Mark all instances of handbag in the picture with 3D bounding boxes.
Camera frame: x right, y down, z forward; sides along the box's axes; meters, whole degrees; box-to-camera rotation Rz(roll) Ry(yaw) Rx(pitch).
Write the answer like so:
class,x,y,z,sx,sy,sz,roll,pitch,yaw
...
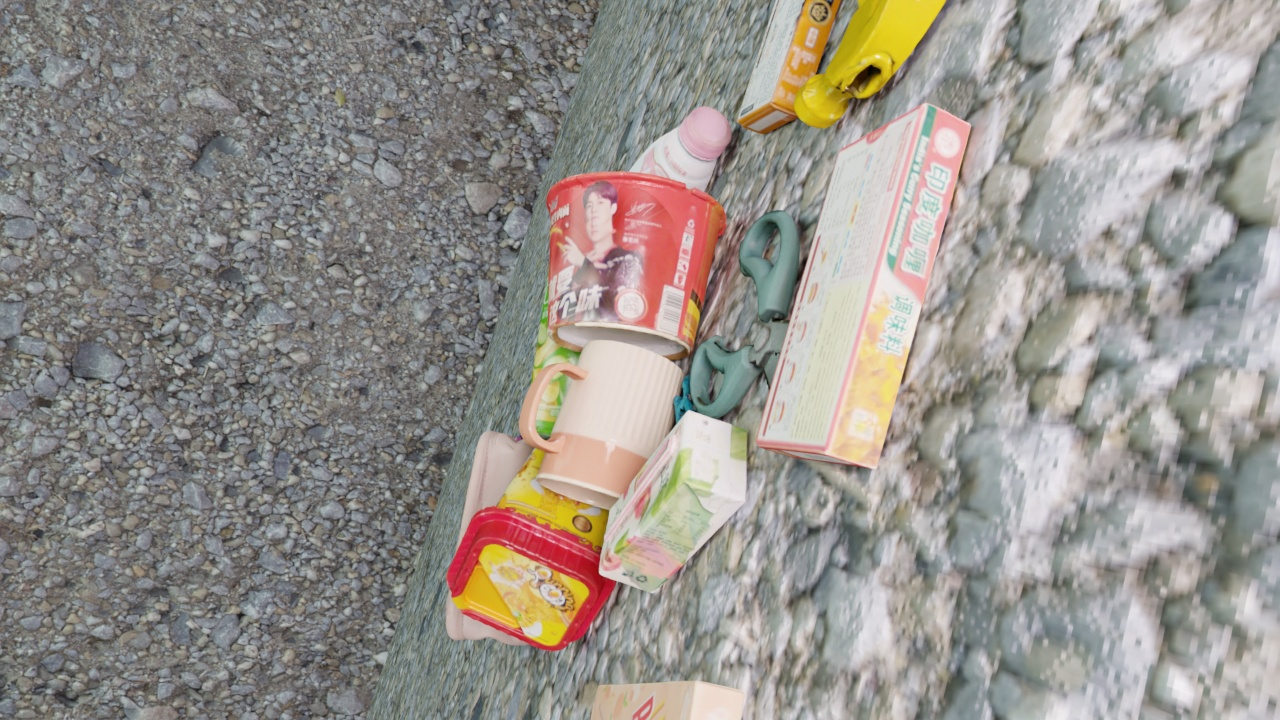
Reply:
class,x,y,z,sx,sy,sz,roll,pitch,yaw
handbag,-0.130,0.177,0.915,0.234,0.093,0.193,128,151,-76

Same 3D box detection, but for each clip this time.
class,x,y,z,sx,sy,sz,roll,pitch,yaw
clip,0.033,0.033,0.620,0.057,0.014,0.047,-93,27,-56

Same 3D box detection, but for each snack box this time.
class,x,y,z,sx,sy,sz,roll,pitch,yaw
snack box,0.097,-0.031,0.416,0.077,0.027,0.155,173,115,-75
snack box,0.003,0.210,0.470,0.158,0.026,0.084,134,151,-62
snack box,0.113,-0.241,0.644,0.075,0.026,0.153,-161,90,-76

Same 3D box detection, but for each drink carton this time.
class,x,y,z,sx,sy,sz,roll,pitch,yaw
drink carton,0.016,0.085,0.544,0.123,0.045,0.053,123,161,-46

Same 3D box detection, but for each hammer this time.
class,x,y,z,sx,sy,sz,roll,pitch,yaw
hammer,0.155,-0.285,0.523,0.129,0.033,0.300,148,139,-69

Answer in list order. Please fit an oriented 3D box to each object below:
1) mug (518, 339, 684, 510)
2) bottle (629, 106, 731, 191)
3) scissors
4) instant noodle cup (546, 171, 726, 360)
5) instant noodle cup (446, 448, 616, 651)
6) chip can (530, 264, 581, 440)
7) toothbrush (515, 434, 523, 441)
class,x,y,z,sx,sy,sz,roll,pitch,yaw
mug,-0.031,0.042,0.650,0.082,0.114,0.105,-6,62,53
bottle,0.018,-0.155,0.828,0.197,0.068,0.068,136,150,-57
scissors,0.072,-0.033,0.541,0.177,0.019,0.171,169,120,-76
instant noodle cup,-0.010,-0.063,0.681,0.138,0.138,0.108,148,131,-70
instant noodle cup,-0.073,0.138,0.717,0.123,0.116,0.116,-69,6,-54
chip can,-0.052,-0.035,0.784,0.073,0.072,0.221,161,118,-74
toothbrush,-0.083,0.052,0.913,0.190,0.014,0.017,-38,38,22
